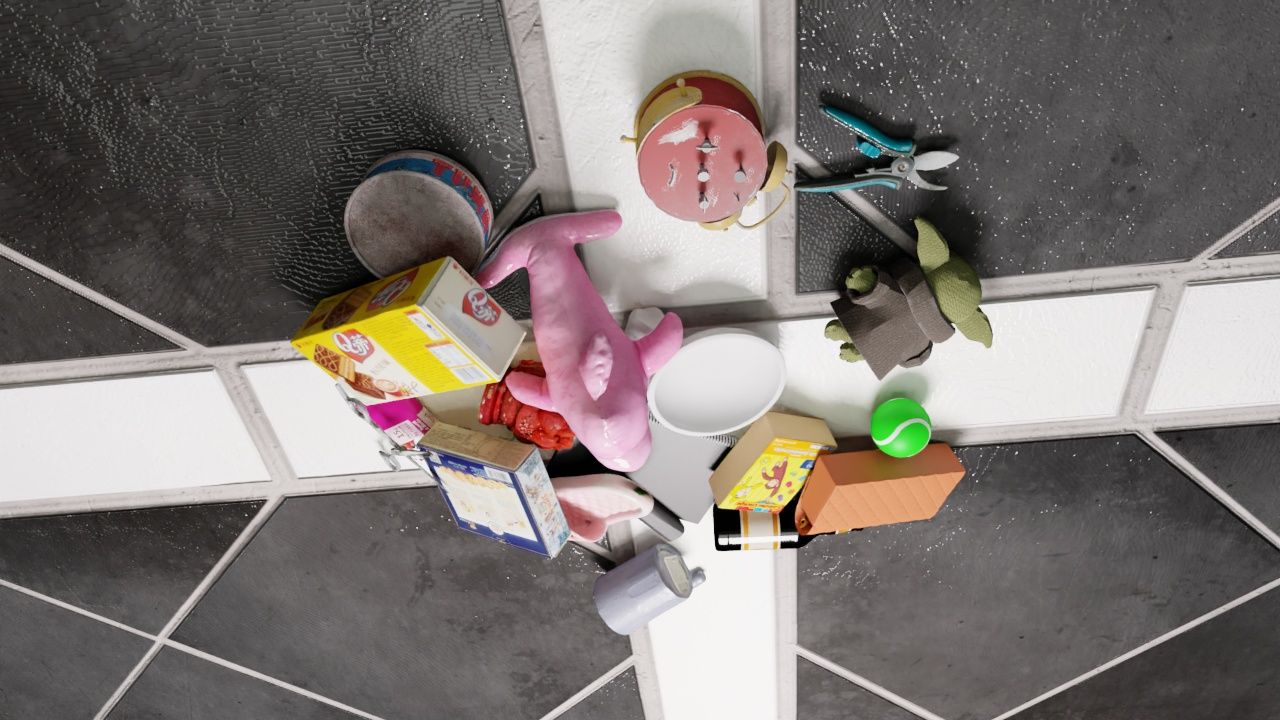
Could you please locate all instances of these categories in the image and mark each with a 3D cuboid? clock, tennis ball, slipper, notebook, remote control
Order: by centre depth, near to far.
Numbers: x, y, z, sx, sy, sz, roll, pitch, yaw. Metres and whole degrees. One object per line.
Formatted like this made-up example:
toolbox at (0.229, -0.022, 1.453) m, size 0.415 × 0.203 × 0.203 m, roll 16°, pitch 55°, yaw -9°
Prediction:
clock at (0.064, -0.171, 0.804) m, size 0.159 × 0.081 × 0.117 m, roll 36°, pitch 121°, yaw -26°
tennis ball at (0.289, 0.074, 1.017) m, size 0.065 × 0.065 × 0.065 m, roll 0°, pitch 130°, yaw 0°
slipper at (-0.075, 0.181, 1.089) m, size 0.222 × 0.055 × 0.106 m, roll -21°, pitch 133°, yaw 40°
notebook at (0.005, 0.120, 1.089) m, size 0.206 × 0.016 × 0.149 m, roll 18°, pitch 128°, yaw -14°
remote control at (-0.003, 0.177, 1.118) m, size 0.033 × 0.015 × 0.147 m, roll -33°, pitch 123°, yaw 26°

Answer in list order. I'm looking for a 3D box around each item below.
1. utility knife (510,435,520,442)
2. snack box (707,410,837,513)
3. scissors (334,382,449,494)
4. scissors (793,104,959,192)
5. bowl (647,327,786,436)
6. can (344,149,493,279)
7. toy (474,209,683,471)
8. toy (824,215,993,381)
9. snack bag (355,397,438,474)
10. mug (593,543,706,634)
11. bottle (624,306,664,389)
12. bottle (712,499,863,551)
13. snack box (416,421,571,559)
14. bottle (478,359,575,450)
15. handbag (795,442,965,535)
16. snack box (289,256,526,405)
utility knife at (-0.152, 0.103, 1.075) m, size 0.022 × 0.015 × 0.166 m, roll 38°, pitch 123°, yaw -20°
snack box at (0.150, 0.119, 1.056) m, size 0.088 × 0.040 × 0.126 m, roll 10°, pitch 131°, yaw -29°
scissors at (-0.279, 0.091, 1.025) m, size 0.175 × 0.014 × 0.142 m, roll 45°, pitch 149°, yaw -6°
scissors at (0.206, -0.180, 0.838) m, size 0.155 × 0.019 × 0.125 m, roll 36°, pitch 122°, yaw -24°
bowl at (0.078, 0.015, 0.978) m, size 0.149 × 0.043 × 0.150 m, roll -7°, pitch 133°, yaw -7°
can at (-0.206, -0.128, 0.858) m, size 0.130 × 0.044 × 0.130 m, roll 3°, pitch 129°, yaw 4°
toy at (-0.051, -0.010, 0.869) m, size 0.187 × 0.127 × 0.265 m, roll -21°, pitch 97°, yaw 3°
toy at (0.260, -0.050, 0.907) m, size 0.153 × 0.078 × 0.179 m, roll -32°, pitch 123°, yaw 15°
snack bag at (-0.241, 0.104, 1.071) m, size 0.070 × 0.016 × 0.196 m, roll -23°, pitch 124°, yaw 24°
mug at (0.016, 0.301, 1.206) m, size 0.104 × 0.083 × 0.123 m, roll -36°, pitch 145°, yaw 24°
bottle at (-0.006, 0.006, 0.975) m, size 0.044 × 0.044 × 0.136 m, roll 12°, pitch 129°, yaw -10°
bottle at (0.181, 0.201, 1.127) m, size 0.182 × 0.059 × 0.059 m, roll -3°, pitch 130°, yaw 2°
snack box at (-0.163, 0.144, 1.025) m, size 0.145 × 0.042 × 0.145 m, roll 11°, pitch 135°, yaw 30°
bottle at (-0.108, 0.043, 0.982) m, size 0.111 × 0.098 × 0.099 m, roll 18°, pitch 128°, yaw 2°
handbag at (0.273, 0.151, 1.072) m, size 0.171 × 0.060 × 0.109 m, roll -3°, pitch 133°, yaw -20°
snack box at (-0.229, -0.022, 0.883) m, size 0.231 × 0.061 × 0.110 m, roll -10°, pitch 134°, yaw 42°
